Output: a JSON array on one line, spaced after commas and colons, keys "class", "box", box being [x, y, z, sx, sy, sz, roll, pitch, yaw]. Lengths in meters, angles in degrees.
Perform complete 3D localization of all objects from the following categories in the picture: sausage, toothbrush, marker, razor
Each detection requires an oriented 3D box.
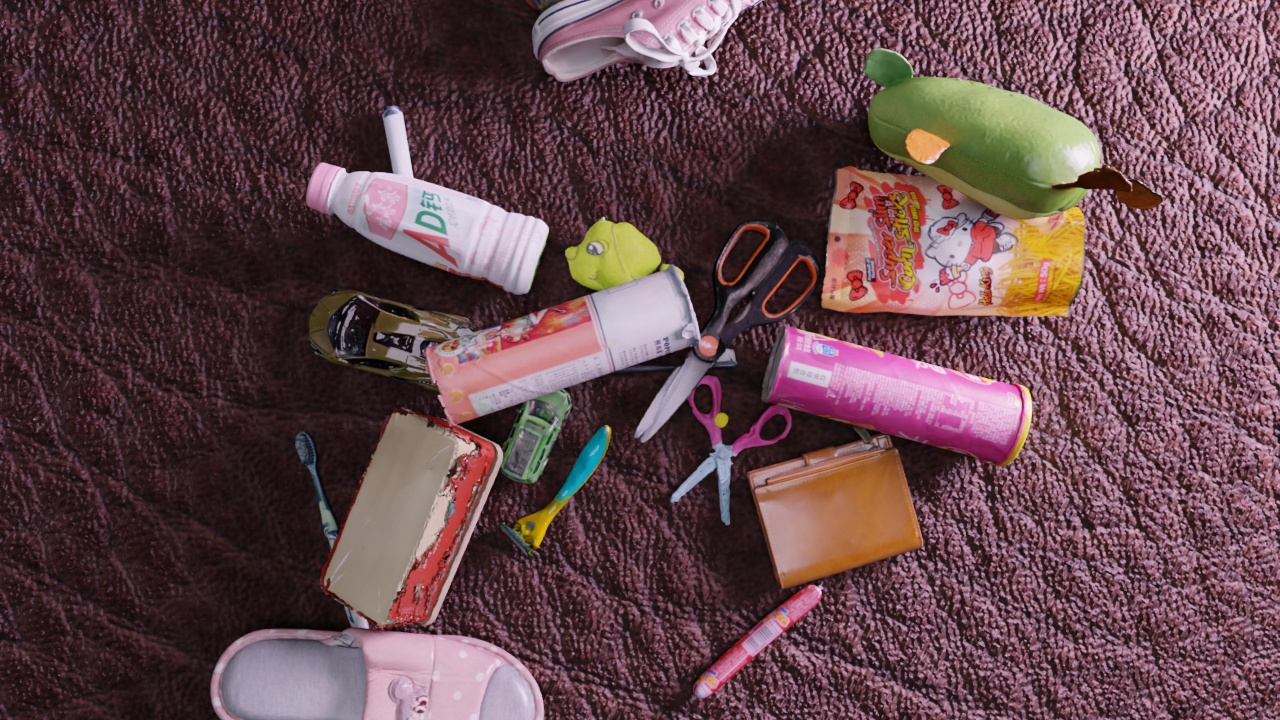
[{"class": "sausage", "box": [0.100, 0.244, 0.797, 0.156, 0.020, 0.020, -40, 88, -1]}, {"class": "toothbrush", "box": [-0.271, 0.154, 0.803, 0.016, 0.018, 0.191, -18, 88, -1]}, {"class": "toothbrush", "box": [-0.005, 0.005, 0.809, 0.181, 0.016, 0.018, -4, 81, 0]}, {"class": "marker", "box": [-0.212, -0.161, 0.814, 0.022, 0.018, 0.130, -10, 88, -37]}, {"class": "razor", "box": [-0.067, 0.110, 0.798, 0.043, 0.028, 0.132, 39, 91, 33]}]

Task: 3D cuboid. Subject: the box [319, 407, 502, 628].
[{"class": "box", "box": [-0.193, 0.130, 0.760, 0.091, 0.079, 0.168, 21, 88, 26]}]

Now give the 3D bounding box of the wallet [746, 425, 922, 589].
[{"class": "wallet", "box": [0.167, 0.123, 0.793, 0.130, 0.035, 0.119, -16, 88, -2]}]

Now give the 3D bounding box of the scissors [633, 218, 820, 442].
[{"class": "scissors", "box": [0.079, -0.014, 0.794, 0.136, 0.022, 0.234, 17, 82, -2]}]

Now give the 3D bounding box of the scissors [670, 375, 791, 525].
[{"class": "scissors", "box": [0.080, 0.078, 0.807, 0.125, 0.017, 0.133, -4, 92, -3]}]

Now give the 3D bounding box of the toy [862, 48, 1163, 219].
[{"class": "toy", "box": [0.286, -0.171, 0.740, 0.247, 0.226, 0.090, 36, 121, 35]}]

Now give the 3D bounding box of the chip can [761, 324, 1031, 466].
[{"class": "chip can", "box": [0.214, 0.029, 0.779, 0.210, 0.071, 0.071, 15, 88, 2]}]

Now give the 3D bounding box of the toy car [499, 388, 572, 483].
[{"class": "toy car", "box": [-0.093, 0.062, 0.798, 0.043, 0.036, 0.091, 22, 84, 2]}]

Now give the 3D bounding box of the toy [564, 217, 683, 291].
[{"class": "toy", "box": [-0.012, -0.078, 0.804, 0.096, 0.031, 0.100, -15, 91, -4]}]

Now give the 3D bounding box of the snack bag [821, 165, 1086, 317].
[{"class": "snack bag", "box": [0.266, -0.098, 0.794, 0.208, 0.073, 0.128, 6, 88, 8]}]

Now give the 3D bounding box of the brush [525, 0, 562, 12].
[{"class": "brush", "box": [-0.035, -0.347, 0.804, 0.146, 0.063, 0.069, -20, 57, 1]}]

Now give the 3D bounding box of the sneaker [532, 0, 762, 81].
[{"class": "sneaker", "box": [0.028, -0.285, 0.776, 0.241, 0.118, 0.087, -20, 70, 5]}]

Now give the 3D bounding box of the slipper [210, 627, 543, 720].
[{"class": "slipper", "box": [-0.216, 0.277, 0.761, 0.274, 0.054, 0.114, 10, 69, -4]}]

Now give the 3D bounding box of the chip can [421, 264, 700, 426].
[{"class": "chip can", "box": [-0.063, -0.011, 0.751, 0.214, 0.071, 0.071, -19, 88, -4]}]

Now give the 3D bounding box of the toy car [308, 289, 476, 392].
[{"class": "toy car", "box": [-0.215, -0.017, 0.800, 0.158, 0.042, 0.070, 13, 87, 3]}]

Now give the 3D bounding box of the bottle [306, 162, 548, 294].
[{"class": "bottle", "box": [-0.179, -0.117, 0.777, 0.197, 0.068, 0.068, 19, 88, -6]}]
